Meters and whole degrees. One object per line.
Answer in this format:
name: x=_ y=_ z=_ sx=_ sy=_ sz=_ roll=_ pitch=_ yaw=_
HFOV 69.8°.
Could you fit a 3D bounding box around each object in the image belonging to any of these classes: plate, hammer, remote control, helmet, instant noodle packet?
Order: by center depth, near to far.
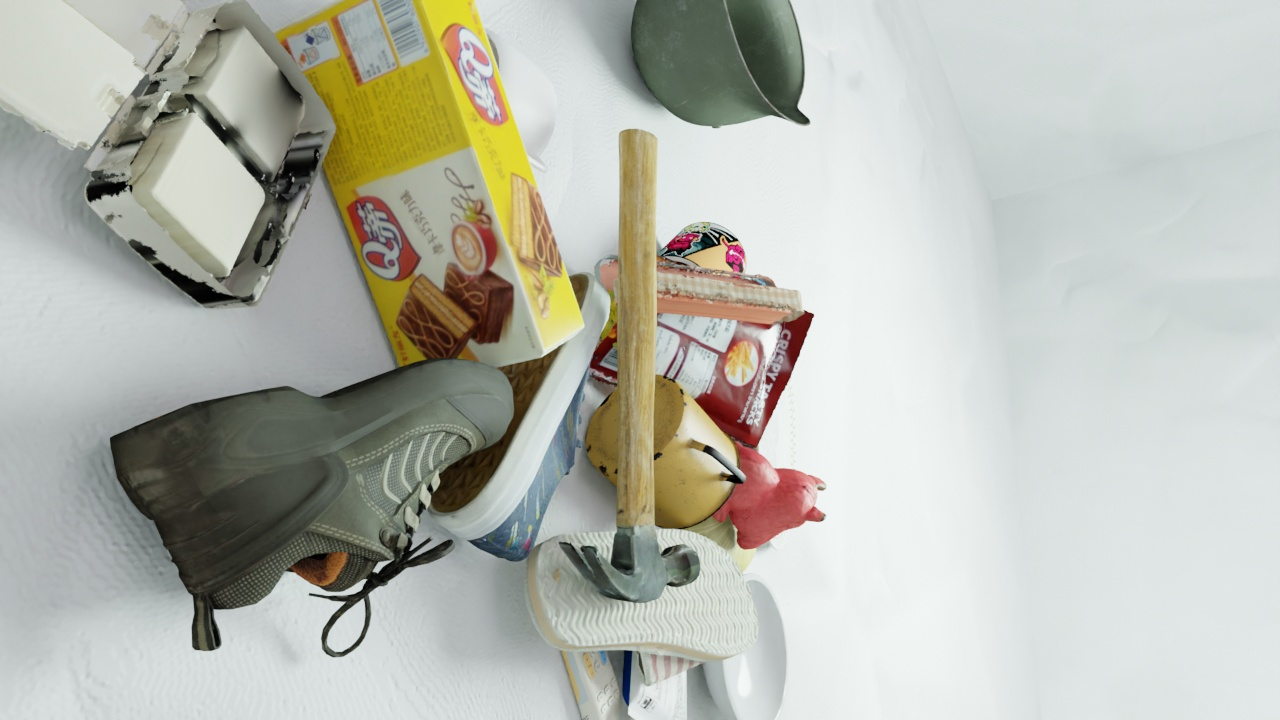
hammer: x=-0.004 y=0.004 z=0.647 sx=0.132 sy=0.033 sz=0.330 roll=2 pitch=88 yaw=-53
remote control: x=-0.042 y=0.219 z=0.692 sx=0.038 sy=0.018 sz=0.125 roll=-29 pitch=104 yaw=-60
instant noodle packet: x=0.015 y=0.243 z=0.760 sx=0.087 sy=0.026 sz=0.134 roll=52 pitch=29 yaw=-39
plate: x=0.082 y=0.149 z=0.914 sx=0.184 sy=0.036 sz=0.184 roll=29 pitch=55 yaw=-53
helmet: x=0.082 y=-0.339 z=0.969 sx=0.267 sy=0.154 sz=0.227 roll=-25 pitch=102 yaw=-55
plate: x=0.150 y=0.090 z=1.037 sx=0.242 sy=0.016 sz=0.242 roll=0 pitch=90 yaw=-71

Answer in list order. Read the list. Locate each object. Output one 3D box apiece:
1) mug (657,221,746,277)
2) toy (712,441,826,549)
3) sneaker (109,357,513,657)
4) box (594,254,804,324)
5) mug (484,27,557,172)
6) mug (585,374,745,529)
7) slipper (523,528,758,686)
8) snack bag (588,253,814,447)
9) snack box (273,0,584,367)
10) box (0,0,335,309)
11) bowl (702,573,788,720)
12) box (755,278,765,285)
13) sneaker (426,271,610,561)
mug: x=0.050 y=-0.065 z=0.906 sx=0.098 sy=0.082 sz=0.118 roll=-50 pitch=150 yaw=-54
toy: x=0.113 y=0.110 z=0.849 sx=0.133 sy=0.094 sz=0.088 roll=47 pitch=42 yaw=-38
sneaker: x=-0.139 y=0.079 z=0.486 sx=0.237 sy=0.101 sz=0.143 roll=-12 pitch=86 yaw=-56
box: x=0.054 y=-0.059 z=0.753 sx=0.186 sy=0.057 sz=0.071 roll=3 pitch=45 yaw=-34
mug: x=-0.104 y=-0.168 z=0.632 sx=0.115 sy=0.094 sz=0.068 roll=50 pitch=14 yaw=30
mug: x=0.026 y=0.075 z=0.756 sx=0.094 sy=0.124 sz=0.100 roll=48 pitch=62 yaw=-39
slipper: x=0.003 y=0.189 z=0.708 sx=0.262 sy=0.052 sz=0.115 roll=20 pitch=49 yaw=-48
snack bag: x=0.055 y=-0.012 z=0.815 sx=0.207 sy=0.067 sz=0.139 roll=20 pitch=88 yaw=-25
snack box: x=-0.128 y=-0.107 z=0.566 sx=0.061 sy=0.110 sz=0.230 roll=-40 pitch=114 yaw=-61
box: x=-0.238 y=-0.129 z=0.448 sx=0.187 sy=0.058 sz=0.144 roll=51 pitch=38 yaw=-44
bowl: x=0.094 y=0.281 z=0.879 sx=0.149 sy=0.043 sz=0.149 roll=27 pitch=57 yaw=-54
box: x=0.116 y=-0.034 z=1.053 sx=0.208 sy=0.073 sz=0.086 roll=-25 pitch=141 yaw=-59
sneaker: x=-0.065 y=0.035 z=0.649 sx=0.079 sy=0.088 sz=0.234 roll=51 pitch=42 yaw=-32
